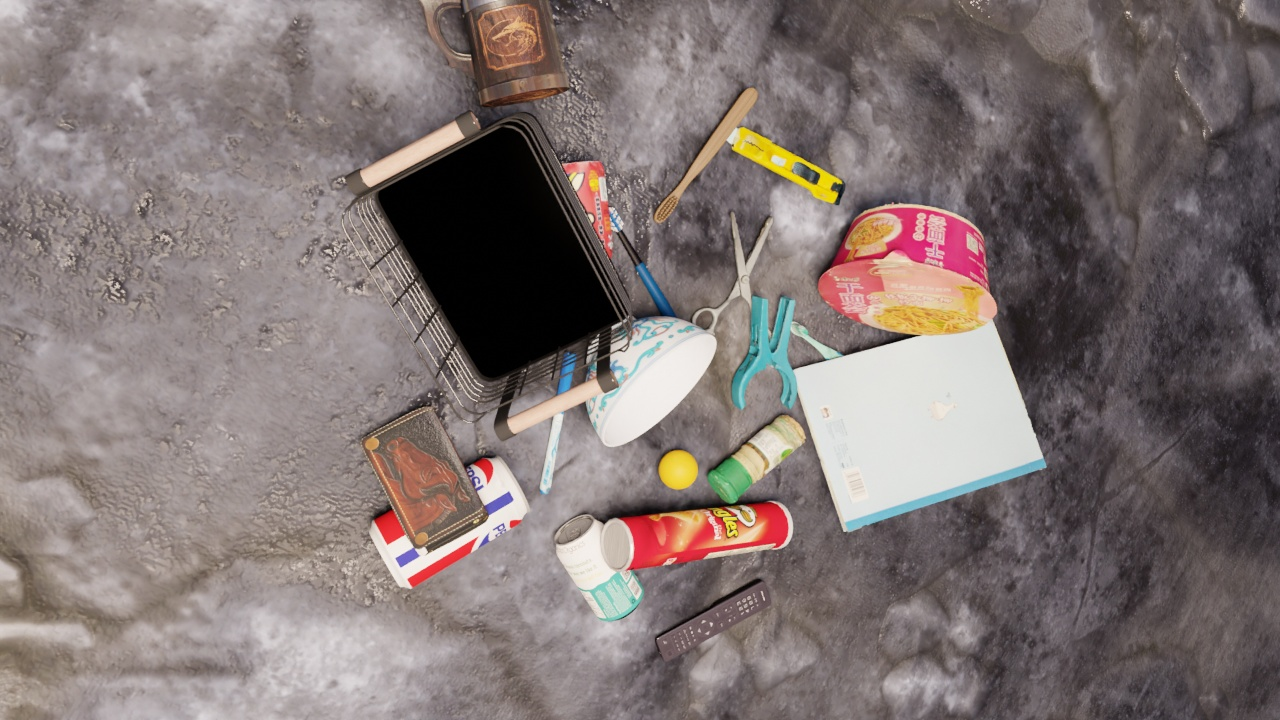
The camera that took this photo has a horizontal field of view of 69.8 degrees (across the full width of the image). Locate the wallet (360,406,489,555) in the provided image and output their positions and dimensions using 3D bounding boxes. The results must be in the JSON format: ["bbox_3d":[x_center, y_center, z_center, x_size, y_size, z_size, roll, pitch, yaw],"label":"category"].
[{"bbox_3d":[-0.190,0.104,0.808,0.072,0.019,0.123,-29,63,-13],"label":"wallet"}]

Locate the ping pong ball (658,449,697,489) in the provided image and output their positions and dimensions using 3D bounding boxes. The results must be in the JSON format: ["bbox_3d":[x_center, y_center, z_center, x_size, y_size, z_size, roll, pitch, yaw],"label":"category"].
[{"bbox_3d":[0.039,0.112,0.939,0.040,0.040,0.040,-3,98,-23],"label":"ping pong ball"}]

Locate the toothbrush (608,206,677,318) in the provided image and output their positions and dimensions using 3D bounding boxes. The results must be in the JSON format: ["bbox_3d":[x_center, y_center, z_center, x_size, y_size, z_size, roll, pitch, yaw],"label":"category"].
[{"bbox_3d":[0.008,-0.080,0.914,0.014,0.014,0.168,-33,109,-4],"label":"toothbrush"}]

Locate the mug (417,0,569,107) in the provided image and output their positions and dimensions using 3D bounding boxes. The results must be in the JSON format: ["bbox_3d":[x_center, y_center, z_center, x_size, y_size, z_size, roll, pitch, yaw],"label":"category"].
[{"bbox_3d":[-0.129,-0.280,0.800,0.116,0.080,0.107,-10,101,5],"label":"mug"}]

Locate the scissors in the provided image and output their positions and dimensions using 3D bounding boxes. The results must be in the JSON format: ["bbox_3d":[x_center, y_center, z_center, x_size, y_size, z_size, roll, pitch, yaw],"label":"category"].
[{"bbox_3d":[0.115,-0.070,0.961,0.141,0.014,0.162,-47,112,-7],"label":"scissors"}]

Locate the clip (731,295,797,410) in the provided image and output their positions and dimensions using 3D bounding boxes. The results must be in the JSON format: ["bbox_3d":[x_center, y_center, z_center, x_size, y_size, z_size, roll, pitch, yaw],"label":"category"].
[{"bbox_3d":[0.151,0.000,0.969,0.121,0.031,0.130,23,95,-19],"label":"clip"}]

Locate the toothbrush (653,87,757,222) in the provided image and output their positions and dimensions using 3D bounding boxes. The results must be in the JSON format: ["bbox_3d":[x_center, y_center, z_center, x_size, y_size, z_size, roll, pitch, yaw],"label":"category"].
[{"bbox_3d":[0.065,-0.204,0.913,0.016,0.016,0.166,37,86,-17],"label":"toothbrush"}]

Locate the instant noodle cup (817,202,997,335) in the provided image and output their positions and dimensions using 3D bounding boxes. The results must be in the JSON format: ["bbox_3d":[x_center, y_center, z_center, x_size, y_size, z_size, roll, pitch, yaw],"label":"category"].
[{"bbox_3d":[0.280,-0.096,0.952,0.178,0.179,0.077,23,72,-24],"label":"instant noodle cup"}]

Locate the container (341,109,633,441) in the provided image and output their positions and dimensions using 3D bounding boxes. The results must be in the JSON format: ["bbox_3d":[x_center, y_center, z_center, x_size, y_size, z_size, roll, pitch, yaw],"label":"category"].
[{"bbox_3d":[-0.119,-0.077,0.765,0.163,0.130,0.241,-25,108,8],"label":"container"}]

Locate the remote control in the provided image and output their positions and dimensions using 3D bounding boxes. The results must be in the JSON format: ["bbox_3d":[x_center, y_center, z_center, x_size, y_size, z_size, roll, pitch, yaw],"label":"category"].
[{"bbox_3d":[0.078,0.280,0.993,0.136,0.015,0.032,-24,106,-16],"label":"remote control"}]

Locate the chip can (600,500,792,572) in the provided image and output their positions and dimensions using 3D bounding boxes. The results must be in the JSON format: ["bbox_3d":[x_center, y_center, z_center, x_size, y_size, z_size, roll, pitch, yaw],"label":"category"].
[{"bbox_3d":[0.061,0.175,0.922,0.214,0.052,0.052,1,97,-38],"label":"chip can"}]

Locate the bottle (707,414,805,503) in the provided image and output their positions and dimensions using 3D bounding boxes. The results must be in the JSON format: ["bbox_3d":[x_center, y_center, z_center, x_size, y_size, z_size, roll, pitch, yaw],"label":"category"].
[{"bbox_3d":[0.124,0.104,0.974,0.111,0.043,0.043,-37,110,-16],"label":"bottle"}]

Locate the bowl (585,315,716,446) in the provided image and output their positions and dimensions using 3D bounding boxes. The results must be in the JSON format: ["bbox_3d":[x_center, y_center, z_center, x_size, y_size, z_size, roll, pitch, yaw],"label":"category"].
[{"bbox_3d":[-0.005,0.005,0.875,0.143,0.144,0.074,-40,70,-14],"label":"bowl"}]

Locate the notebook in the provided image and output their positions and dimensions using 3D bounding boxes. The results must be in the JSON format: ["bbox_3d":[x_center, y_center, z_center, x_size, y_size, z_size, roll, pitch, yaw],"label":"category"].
[{"bbox_3d":[0.306,0.065,1.001,0.253,0.009,0.181,-14,80,-14],"label":"notebook"}]

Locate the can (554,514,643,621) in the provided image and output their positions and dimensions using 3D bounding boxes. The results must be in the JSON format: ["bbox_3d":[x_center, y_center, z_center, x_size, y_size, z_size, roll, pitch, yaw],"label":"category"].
[{"bbox_3d":[-0.041,0.206,0.910,0.054,0.055,0.101,-35,109,-15],"label":"can"}]

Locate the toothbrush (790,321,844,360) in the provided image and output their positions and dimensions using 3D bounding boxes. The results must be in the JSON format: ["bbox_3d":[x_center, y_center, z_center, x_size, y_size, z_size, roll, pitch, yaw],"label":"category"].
[{"bbox_3d":[0.212,-0.003,1.010,0.135,0.017,0.022,36,87,-23],"label":"toothbrush"}]

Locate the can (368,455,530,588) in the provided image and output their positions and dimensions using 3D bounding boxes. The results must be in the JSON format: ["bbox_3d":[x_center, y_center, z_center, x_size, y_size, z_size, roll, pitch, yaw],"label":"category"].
[{"bbox_3d":[-0.173,0.146,0.837,0.132,0.070,0.070,-30,108,-17],"label":"can"}]

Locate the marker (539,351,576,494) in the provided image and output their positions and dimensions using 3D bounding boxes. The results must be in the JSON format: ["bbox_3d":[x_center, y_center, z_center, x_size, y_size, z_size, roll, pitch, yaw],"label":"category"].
[{"bbox_3d":[-0.081,0.062,0.896,0.013,0.013,0.142,9,94,-24],"label":"marker"}]

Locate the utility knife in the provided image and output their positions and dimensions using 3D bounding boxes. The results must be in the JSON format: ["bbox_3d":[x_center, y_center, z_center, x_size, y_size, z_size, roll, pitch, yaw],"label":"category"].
[{"bbox_3d":[0.149,-0.205,0.957,0.164,0.017,0.030,21,84,-20],"label":"utility knife"}]

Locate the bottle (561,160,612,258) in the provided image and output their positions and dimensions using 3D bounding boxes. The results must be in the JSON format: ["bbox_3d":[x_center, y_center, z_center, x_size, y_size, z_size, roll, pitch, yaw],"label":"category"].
[{"bbox_3d":[-0.057,-0.114,0.855,0.062,0.062,0.137,-11,100,-22],"label":"bottle"}]
